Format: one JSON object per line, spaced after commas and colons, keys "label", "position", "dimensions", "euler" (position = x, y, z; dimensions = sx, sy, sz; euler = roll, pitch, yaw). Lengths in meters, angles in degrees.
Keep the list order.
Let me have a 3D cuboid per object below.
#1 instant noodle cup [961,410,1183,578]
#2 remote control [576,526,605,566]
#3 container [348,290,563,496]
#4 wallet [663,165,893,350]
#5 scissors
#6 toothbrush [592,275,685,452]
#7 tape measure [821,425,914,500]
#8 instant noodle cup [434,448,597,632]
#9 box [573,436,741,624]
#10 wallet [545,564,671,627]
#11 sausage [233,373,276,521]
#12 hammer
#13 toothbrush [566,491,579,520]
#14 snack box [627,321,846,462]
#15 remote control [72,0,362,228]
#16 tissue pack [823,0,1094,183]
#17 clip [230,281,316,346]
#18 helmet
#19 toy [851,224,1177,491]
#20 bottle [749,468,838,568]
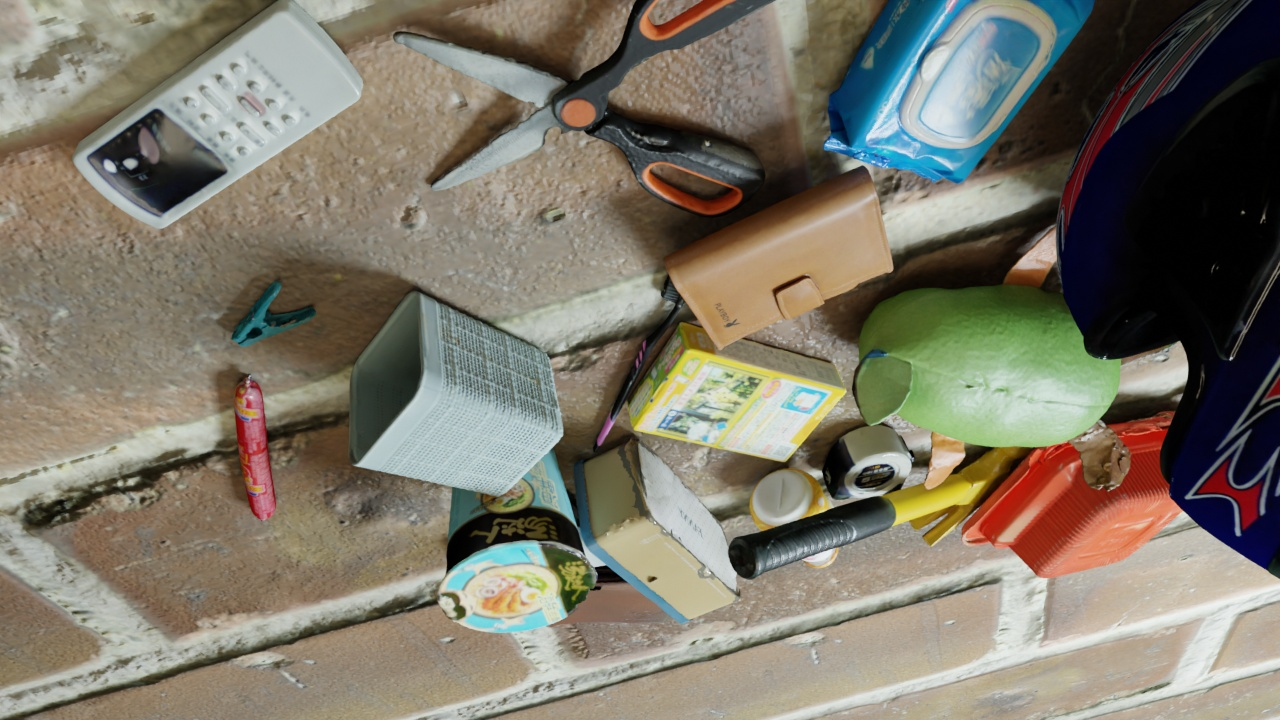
{"label": "instant noodle cup", "position": [0.395, 0.124, 0.804], "dimensions": [0.188, 0.079, 0.165], "euler": [-4, 139, -22]}
{"label": "remote control", "position": [-0.081, 0.164, 0.780], "dimensions": [0.136, 0.020, 0.056], "euler": [-11, 145, 7]}
{"label": "container", "position": [-0.118, 0.028, 0.599], "dimensions": [0.111, 0.089, 0.090], "euler": [24, 125, -35]}
{"label": "wallet", "position": [0.091, -0.061, 0.581], "dimensions": [0.132, 0.031, 0.108], "euler": [-23, 149, 10]}
{"label": "scissors", "position": [-0.013, -0.140, 0.495], "dimensions": [0.235, 0.021, 0.220], "euler": [-32, 137, 30]}
{"label": "toothbrush", "position": [-0.004, 0.004, 0.654], "dimensions": [0.017, 0.014, 0.190], "euler": [17, 130, -14]}
{"label": "tape measure", "position": [0.191, 0.085, 0.766], "dimensions": [0.065, 0.033, 0.066], "euler": [-3, 137, -13]}
{"label": "instant noodle cup", "position": [-0.096, 0.117, 0.670], "dimensions": [0.111, 0.120, 0.111], "euler": [-8, 136, -8]}
{"label": "box", "position": [0.013, 0.137, 0.739], "dimensions": [0.062, 0.089, 0.184], "euler": [-29, 131, 17]}
{"label": "wallet", "position": [-0.023, 0.218, 0.848], "dimensions": [0.124, 0.032, 0.101], "euler": [3, 141, -12]}
{"label": "sausage", "position": [-0.273, 0.066, 0.650], "dimensions": [0.020, 0.020, 0.156], "euler": [1, 134, -14]}
{"label": "hammer", "position": [0.194, 0.124, 0.741], "dimensions": [0.300, 0.033, 0.129], "euler": [-8, 138, -34]}
{"label": "toothbrush", "position": [-0.017, 0.151, 0.802], "dimensions": [0.014, 0.016, 0.189], "euler": [-35, 134, 19]}
{"label": "snack box", "position": [0.071, 0.027, 0.681], "dimensions": [0.140, 0.033, 0.087], "euler": [12, 130, -26]}
{"label": "remote control", "position": [-0.218, -0.122, 0.472], "dimensions": [0.150, 0.021, 0.058], "euler": [-28, 134, 14]}
{"label": "tissue pack", "position": [0.173, -0.167, 0.495], "dimensions": [0.095, 0.052, 0.158], "euler": [10, 131, -22]}
{"label": "clip", "position": [-0.233, -0.026, 0.571], "dimensions": [0.054, 0.013, 0.034], "euler": [-29, 133, 13]}
{"label": "helmet", "position": [0.354, -0.066, 0.498], "dimensions": [0.246, 0.240, 0.316], "euler": [-7, 129, -34]}
{"label": "toy", "position": [0.265, 0.005, 0.662], "dimensions": [0.246, 0.090, 0.227], "euler": [11, 111, -14]}
{"label": "bottle", "position": [0.137, 0.139, 0.787], "dimensions": [0.063, 0.063, 0.108], "euler": [-26, 135, 12]}
